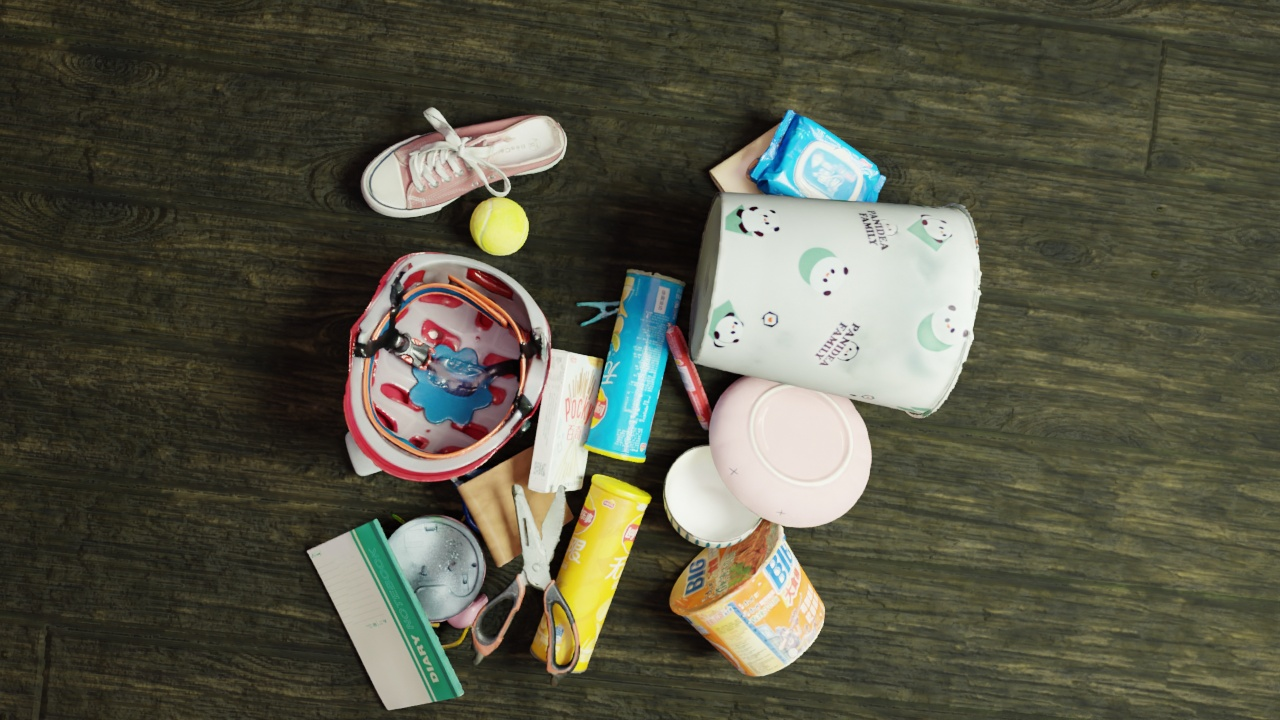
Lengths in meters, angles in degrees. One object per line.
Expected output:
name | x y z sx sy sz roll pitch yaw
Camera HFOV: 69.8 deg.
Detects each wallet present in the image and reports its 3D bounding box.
wallet | 0.151 -0.217 1.075 0.115 0.024 0.087 -35 95 -5
wallet | -0.139 0.161 1.037 0.115 0.020 0.101 -29 93 -38

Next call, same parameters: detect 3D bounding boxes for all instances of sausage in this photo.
sausage | 0.057 0.022 1.045 0.020 0.020 0.156 -24 119 -2

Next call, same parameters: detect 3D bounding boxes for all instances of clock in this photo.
clock | -0.232 0.250 1.042 0.117 0.060 0.158 -3 89 -3

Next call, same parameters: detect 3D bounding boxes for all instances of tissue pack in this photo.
tissue pack | 0.208 -0.206 1.046 0.157 0.052 0.095 29 86 -19

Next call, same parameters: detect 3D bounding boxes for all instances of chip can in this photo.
chip can | -0.006 0.006 1.045 0.071 0.071 0.210 13 89 -2
chip can | -0.057 0.240 1.043 0.072 0.072 0.213 21 90 -2

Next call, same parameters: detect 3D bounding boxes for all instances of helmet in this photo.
helmet | -0.206 0.017 0.994 0.207 0.144 0.239 23 78 0

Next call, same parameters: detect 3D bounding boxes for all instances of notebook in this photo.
notebook | -0.285 0.286 1.016 0.151 0.012 0.209 -27 90 40

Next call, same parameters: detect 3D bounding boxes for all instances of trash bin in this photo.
trash bin | 0.190 -0.070 0.972 0.252 0.229 0.229 8 90 -3

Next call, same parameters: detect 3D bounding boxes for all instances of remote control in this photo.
remote control | -0.270 0.089 1.059 0.136 0.020 0.056 -17 91 -2

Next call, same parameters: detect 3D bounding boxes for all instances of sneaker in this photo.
sneaker | -0.200 -0.227 1.028 0.241 0.088 0.118 -16 91 -3

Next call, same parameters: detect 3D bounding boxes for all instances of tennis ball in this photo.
tennis ball | -0.160 -0.152 1.041 0.065 0.065 0.065 0 90 -2

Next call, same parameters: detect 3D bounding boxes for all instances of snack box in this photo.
snack box | -0.084 0.069 1.035 0.027 0.084 0.157 10 90 25

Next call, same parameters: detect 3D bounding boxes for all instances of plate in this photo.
plate | 0.174 0.088 1.027 0.192 0.039 0.192 6 64 -11

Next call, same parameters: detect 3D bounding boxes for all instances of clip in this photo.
clip | -0.046 -0.058 1.072 0.055 0.013 0.037 -10 91 -1

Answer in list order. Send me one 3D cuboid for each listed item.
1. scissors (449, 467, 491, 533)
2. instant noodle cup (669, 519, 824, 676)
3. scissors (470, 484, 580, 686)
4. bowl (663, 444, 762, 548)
scissors | -0.209 0.135 1.032 0.170 0.012 0.144 9 61 -27
instant noodle cup | 0.125 0.267 1.018 0.151 0.151 0.111 -38 100 -2
scissors | -0.117 0.247 0.994 0.189 0.015 0.224 45 93 -2
bowl | 0.082 0.160 1.041 0.116 0.066 0.116 1 62 -2
